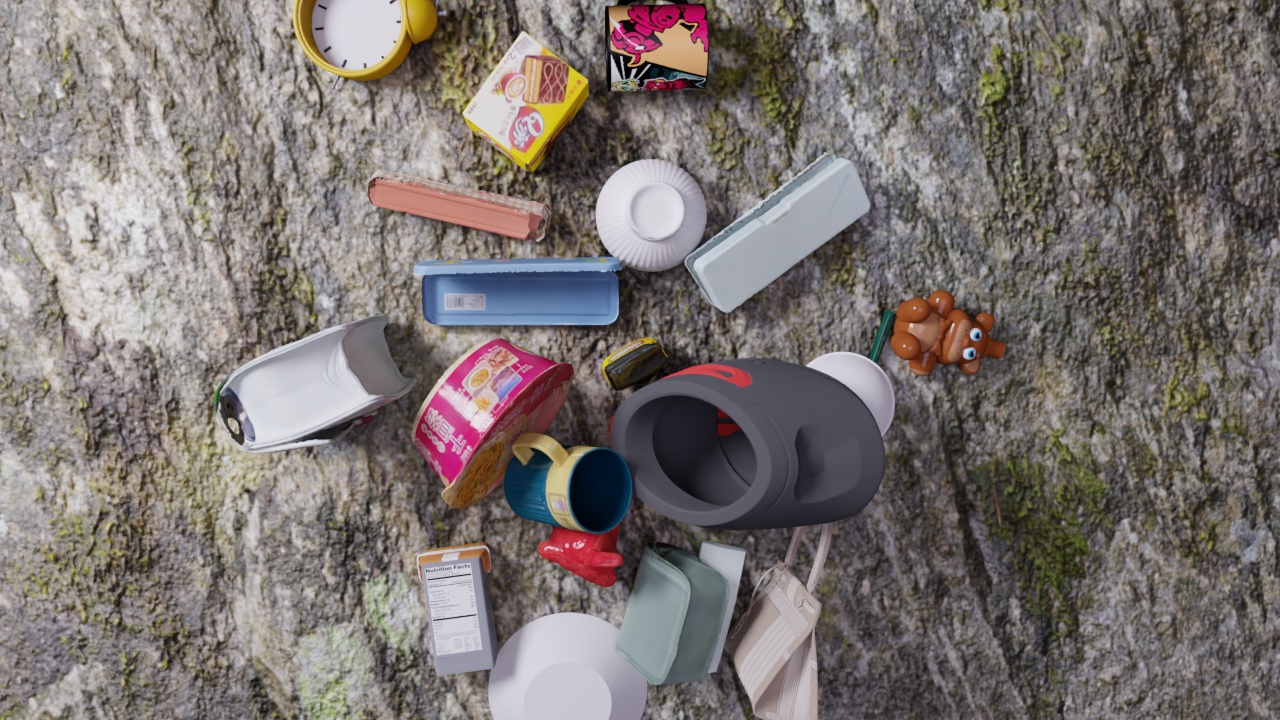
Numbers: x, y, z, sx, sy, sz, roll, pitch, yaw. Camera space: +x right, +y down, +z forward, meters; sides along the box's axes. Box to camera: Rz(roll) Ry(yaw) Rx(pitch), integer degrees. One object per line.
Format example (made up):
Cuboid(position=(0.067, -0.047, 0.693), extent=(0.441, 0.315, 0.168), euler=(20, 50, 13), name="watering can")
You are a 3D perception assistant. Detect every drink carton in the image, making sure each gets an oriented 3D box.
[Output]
Cuboid(position=(-0.190, 0.261, 0.971), extent=(0.076, 0.048, 0.125), euler=(-7, 95, -3), name="drink carton")

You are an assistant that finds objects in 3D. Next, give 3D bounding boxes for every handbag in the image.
Cuboid(position=(0.155, 0.240, 0.928), extent=(0.062, 0.175, 0.198), euler=(19, 91, -4), name="handbag")
Cuboid(position=(0.032, 0.264, 0.959), extent=(0.067, 0.106, 0.122), euler=(11, 95, -38), name="handbag")
Cuboid(position=(-0.302, 0.026, 0.873), extent=(0.142, 0.198, 0.096), euler=(-24, 97, 0), name="handbag")

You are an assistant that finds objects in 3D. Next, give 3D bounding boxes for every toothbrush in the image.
Cuboid(position=(0.243, 0.038, 0.992), extent=(0.017, 0.016, 0.190), euler=(18, 93, 14), name="toothbrush")

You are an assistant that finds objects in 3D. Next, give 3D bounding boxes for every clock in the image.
Cuboid(position=(-0.274, -0.348, 0.921), extent=(0.152, 0.052, 0.113), euler=(-34, 95, 4), name="clock")

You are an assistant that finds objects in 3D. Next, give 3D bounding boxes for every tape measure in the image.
Cuboid(position=(-0.006, 0.005, 0.954), extent=(0.065, 0.064, 0.037), euler=(-31, 102, -9), name="tape measure")

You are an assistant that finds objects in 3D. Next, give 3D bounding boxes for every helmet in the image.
Cuboid(position=(0.116, 0.079, 0.905), extent=(0.265, 0.169, 0.164), euler=(7, 102, 38), name="helmet")

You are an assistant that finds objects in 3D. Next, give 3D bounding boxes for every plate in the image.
Cuboid(position=(-0.078, 0.363, 0.991), extent=(0.174, 0.036, 0.174), euler=(0, 94, -3), name="plate")

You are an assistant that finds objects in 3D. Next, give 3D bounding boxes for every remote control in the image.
Cuboid(position=(0.075, 0.271, 0.998), extent=(0.049, 0.024, 0.143), euler=(13, 93, -4), name="remote control")

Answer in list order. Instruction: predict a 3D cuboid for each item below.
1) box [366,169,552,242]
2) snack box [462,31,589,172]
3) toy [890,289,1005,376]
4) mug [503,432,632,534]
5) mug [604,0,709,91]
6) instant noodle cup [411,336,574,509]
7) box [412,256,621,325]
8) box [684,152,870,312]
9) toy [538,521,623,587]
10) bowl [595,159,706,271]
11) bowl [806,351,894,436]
Cuboid(position=(-0.185, -0.160, 0.953), extent=(0.188, 0.062, 0.058), euler=(14, 119, -6), name="box")
Cuboid(position=(-0.115, -0.259, 0.929), extent=(0.083, 0.061, 0.106), euler=(36, 92, -5), name="snack box")
Cuboid(position=(0.328, -0.023, 0.972), extent=(0.127, 0.065, 0.095), euler=(14, 100, -9), name="toy")
Cuboid(position=(-0.081, 0.112, 0.899), extent=(0.113, 0.107, 0.083), euler=(54, 57, -30), name="mug")
Cuboid(position=(0.014, -0.330, 0.929), extent=(0.098, 0.082, 0.117), euler=(-2, 67, -3), name="mug")
Cuboid(position=(-0.151, 0.052, 0.906), extent=(0.078, 0.178, 0.178), euler=(37, 91, 11), name="instant noodle cup")
Cuboid(position=(-0.123, -0.067, 0.942), extent=(0.209, 0.077, 0.074), euler=(-1, 98, -2), name="box")
Cuboid(position=(0.146, -0.130, 0.955), extent=(0.199, 0.066, 0.083), euler=(-38, 97, -4), name="box")
Cuboid(position=(-0.050, 0.175, 0.937), extent=(0.088, 0.133, 0.094), euler=(26, 83, -15), name="toy")
Cuboid(position=(0.013, -0.151, 0.944), extent=(0.118, 0.062, 0.118), euler=(0, 94, -3), name="bowl")
Cuboid(position=(0.214, 0.046, 0.968), extent=(0.110, 0.040, 0.110), euler=(0, 90, 10), name="bowl")
